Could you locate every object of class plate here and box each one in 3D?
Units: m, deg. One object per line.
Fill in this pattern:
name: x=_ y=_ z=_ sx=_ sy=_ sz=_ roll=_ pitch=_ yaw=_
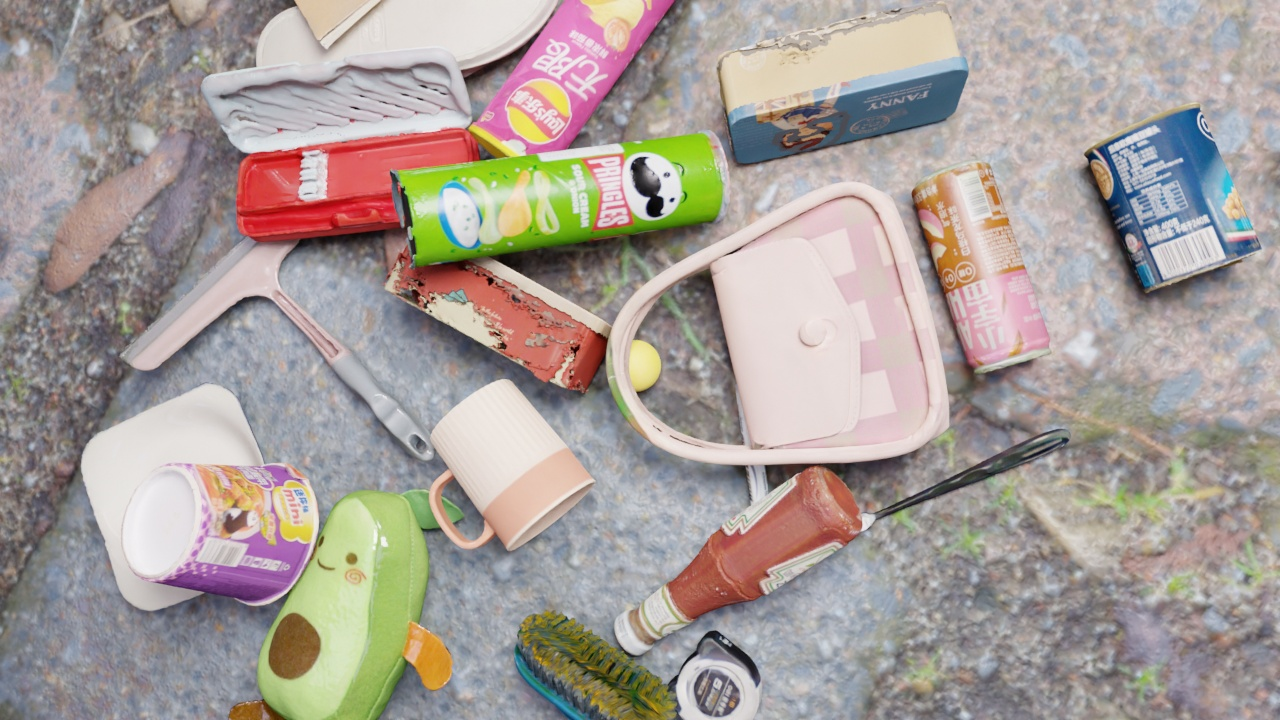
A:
plate: x=-0.383 y=0.116 z=0.780 sx=0.164 sy=0.034 sz=0.163 roll=-23 pitch=83 yaw=8

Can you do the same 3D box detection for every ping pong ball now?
ping pong ball: x=-0.004 y=0.004 z=0.712 sx=0.040 sy=0.040 sz=0.040 roll=-1 pitch=87 yaw=10

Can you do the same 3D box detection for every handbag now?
handbag: x=0.091 y=-0.011 z=0.667 sx=0.234 sy=0.093 sz=0.193 roll=-14 pitch=83 yaw=8

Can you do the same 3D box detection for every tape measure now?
tape measure: x=0.058 y=0.248 z=0.693 sx=0.066 sy=0.033 sz=0.066 roll=39 pitch=96 yaw=12

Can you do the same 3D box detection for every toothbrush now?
toothbrush: x=0.231 y=0.091 z=0.678 sx=0.181 sy=0.018 sz=0.015 roll=-25 pitch=80 yaw=7

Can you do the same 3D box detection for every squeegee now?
squeegee: x=-0.253 y=-0.004 z=0.759 sx=0.249 sy=0.040 sz=0.247 roll=44 pitch=83 yaw=10

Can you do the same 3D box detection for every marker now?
marker: x=0.089 y=0.085 z=0.704 sx=0.017 sy=0.017 sz=0.145 roll=-8 pitch=86 yaw=10

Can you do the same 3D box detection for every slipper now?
slipper: x=-0.188 y=-0.272 z=0.753 sx=0.275 sy=0.054 sz=0.114 roll=-14 pitch=83 yaw=14

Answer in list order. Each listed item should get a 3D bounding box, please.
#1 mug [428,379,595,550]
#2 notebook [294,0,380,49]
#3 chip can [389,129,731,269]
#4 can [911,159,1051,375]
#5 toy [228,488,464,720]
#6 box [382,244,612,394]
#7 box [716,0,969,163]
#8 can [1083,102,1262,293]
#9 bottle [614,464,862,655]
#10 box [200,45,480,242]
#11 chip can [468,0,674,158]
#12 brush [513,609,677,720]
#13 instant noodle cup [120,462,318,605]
mug: x=-0.111 y=0.089 z=0.707 sx=0.114 sy=0.081 sz=0.106 roll=-40 pitch=79 yaw=4
notebook: x=-0.245 y=-0.369 z=0.759 sx=0.149 sy=0.012 sz=0.211 roll=-37 pitch=64 yaw=5
chip can: x=-0.056 y=-0.119 z=0.666 sx=0.235 sy=0.072 sz=0.072 roll=-11 pitch=85 yaw=-16
can: x=0.245 y=-0.067 z=0.662 sx=0.058 sy=0.058 sz=0.147 roll=-17 pitch=84 yaw=9
toy: x=-0.233 y=0.211 z=0.717 sx=0.227 sy=0.090 sz=0.246 roll=16 pitch=87 yaw=26
box: x=-0.110 y=-0.032 z=0.709 sx=0.168 sy=0.091 sz=0.076 roll=28 pitch=89 yaw=11
box: x=0.150 y=-0.202 z=0.671 sx=0.184 sy=0.090 sz=0.060 roll=-9 pitch=79 yaw=11
can: x=0.366 y=-0.109 z=0.633 sx=0.075 sy=0.075 sz=0.111 roll=-21 pitch=84 yaw=9
bottle: x=0.065 y=0.153 z=0.671 sx=0.206 sy=0.059 sz=0.060 roll=-39 pitch=81 yaw=20
box: x=-0.233 y=-0.170 z=0.722 sx=0.201 sy=0.098 sz=0.118 roll=-6 pitch=74 yaw=2
chip can: x=-0.044 y=-0.240 z=0.710 sx=0.071 sy=0.071 sz=0.210 roll=35 pitch=89 yaw=10
brush: x=-0.036 y=0.250 z=0.692 sx=0.144 sy=0.055 sz=0.074 roll=27 pitch=130 yaw=27
instant noodle cup: x=-0.318 y=0.124 z=0.685 sx=0.112 sy=0.099 sz=0.111 roll=-9 pitch=71 yaw=27
